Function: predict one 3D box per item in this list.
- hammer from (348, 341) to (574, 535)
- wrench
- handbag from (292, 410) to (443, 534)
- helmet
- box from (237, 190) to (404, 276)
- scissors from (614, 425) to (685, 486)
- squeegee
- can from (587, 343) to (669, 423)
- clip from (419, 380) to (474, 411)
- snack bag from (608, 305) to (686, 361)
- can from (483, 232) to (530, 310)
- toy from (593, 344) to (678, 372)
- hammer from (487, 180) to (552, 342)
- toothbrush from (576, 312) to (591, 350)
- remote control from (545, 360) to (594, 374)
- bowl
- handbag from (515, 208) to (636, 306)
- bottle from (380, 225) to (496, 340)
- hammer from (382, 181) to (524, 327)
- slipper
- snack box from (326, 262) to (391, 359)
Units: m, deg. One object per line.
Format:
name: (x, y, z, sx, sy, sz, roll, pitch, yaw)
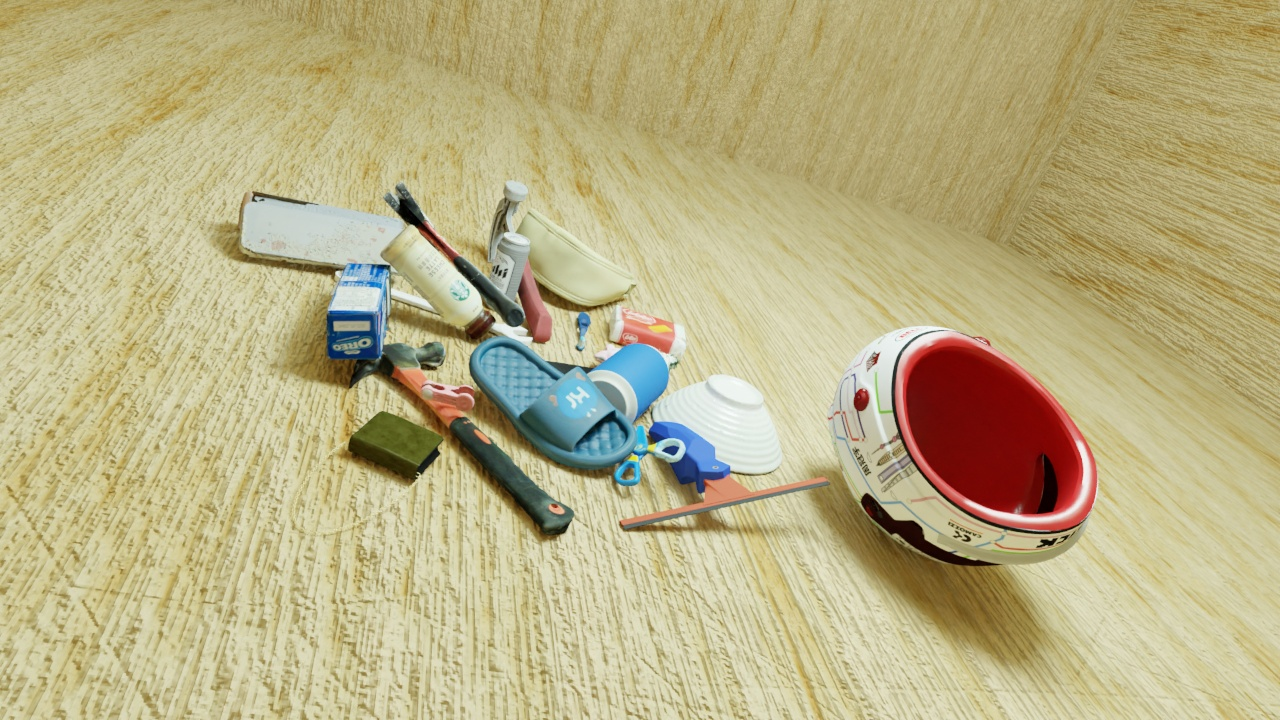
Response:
hammer: (-0.181, 0.074, 0.955, 0.333, 0.033, 0.132, 37, 26, 33)
wrench: (-0.275, -0.070, 1.226, 0.273, 0.009, 0.047, 19, 22, -4)
handbag: (-0.252, 0.107, 0.835, 0.084, 0.027, 0.177, 23, 28, 6)
helmet: (0.354, 0.112, 1.057, 0.230, 0.236, 0.314, -23, 60, -15)
box: (-0.433, -0.162, 1.253, 0.216, 0.096, 0.105, 7, -13, -28)
scissors: (0.008, 0.095, 1.018, 0.105, 0.019, 0.131, -19, 23, 7)
squeegee: (0.057, 0.110, 1.035, 0.249, 0.055, 0.185, -8, 21, -24)
can: (-0.020, 0.032, 1.118, 0.079, 0.079, 0.145, 25, 23, 11)
clip: (-0.201, 0.038, 0.954, 0.058, 0.022, 0.037, 12, 27, -12)
snack bag: (0.011, -0.041, 1.366, 0.116, 0.036, 0.077, 17, 23, -8)
can: (-0.188, -0.124, 1.292, 0.044, 0.107, 0.044, 17, 23, -8)
toy: (-0.007, 0.007, 1.239, 0.109, 0.041, 0.095, 18, 21, 10)
hammer: (-0.177, -0.131, 1.355, 0.036, 0.126, 0.315, 8, 37, -27)
toothbrush: (-0.083, -0.046, 1.325, 0.021, 0.016, 0.132, 19, 23, -10)
remote control: (-0.095, 0.016, 1.180, 0.124, 0.010, 0.039, 7, 26, -31)
bowl: (0.109, 0.065, 1.163, 0.177, 0.071, 0.177, 17, 22, -7)
handbag: (-0.120, -0.160, 1.478, 0.233, 0.088, 0.190, 37, 10, 34)
bottle: (-0.252, -0.095, 1.162, 0.162, 0.057, 0.056, 47, 16, -18)
hammer: (-0.255, -0.141, 1.274, 0.326, 0.036, 0.140, 42, -10, 41)
slipper: (-0.099, 0.043, 1.011, 0.214, 0.059, 0.103, 35, 51, 11)
snack box: (-0.322, -0.062, 1.060, 0.059, 0.059, 0.226, 2, 18, -13)
